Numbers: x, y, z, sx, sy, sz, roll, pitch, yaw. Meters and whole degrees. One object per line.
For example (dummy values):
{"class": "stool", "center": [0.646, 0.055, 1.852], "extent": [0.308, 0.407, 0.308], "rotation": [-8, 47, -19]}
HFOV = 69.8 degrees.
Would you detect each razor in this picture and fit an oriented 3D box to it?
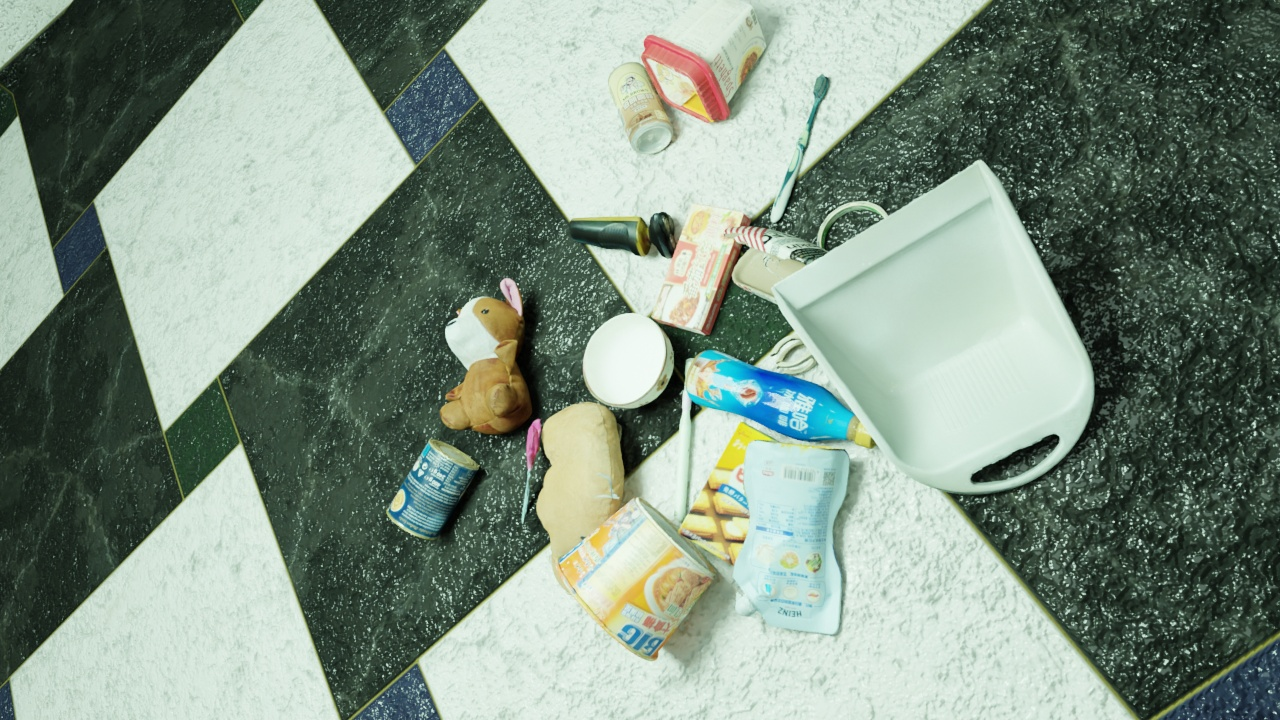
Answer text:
{"class": "razor", "center": [-0.025, -0.165, 1.174], "extent": [0.168, 0.062, 0.067], "rotation": [10, 50, 38]}

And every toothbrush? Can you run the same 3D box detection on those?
{"class": "toothbrush", "center": [0.054, 0.091, 1.062], "extent": [0.029, 0.020, 0.189], "rotation": [-16, 64, 59]}
{"class": "toothbrush", "center": [0.188, -0.253, 1.090], "extent": [0.016, 0.018, 0.191], "rotation": [17, 83, 33]}

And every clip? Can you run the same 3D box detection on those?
{"class": "clip", "center": [0.193, -0.017, 1.007], "extent": [0.100, 0.034, 0.071], "rotation": [-29, 61, 11]}

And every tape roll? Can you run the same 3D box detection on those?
{"class": "tape roll", "center": [0.240, -0.136, 1.025], "extent": [0.086, 0.014, 0.085], "rotation": [-10, 70, 28]}

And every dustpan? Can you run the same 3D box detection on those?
{"class": "dustpan", "center": [0.290, -0.003, 0.850], "extent": [0.223, 0.257, 0.142], "rotation": [-31, 38, 19]}

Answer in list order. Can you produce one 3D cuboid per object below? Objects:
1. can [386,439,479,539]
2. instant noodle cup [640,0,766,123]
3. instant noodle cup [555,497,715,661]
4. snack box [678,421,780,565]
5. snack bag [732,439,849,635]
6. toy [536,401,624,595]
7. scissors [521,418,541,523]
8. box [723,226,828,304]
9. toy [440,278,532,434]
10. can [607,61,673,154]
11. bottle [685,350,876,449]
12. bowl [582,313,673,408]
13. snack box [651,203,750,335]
{"class": "can", "center": [-0.269, 0.166, 1.194], "extent": [0.075, 0.075, 0.111], "rotation": [33, 92, 34]}
{"class": "instant noodle cup", "center": [0.084, -0.382, 1.143], "extent": [0.117, 0.116, 0.124], "rotation": [37, 83, 33]}
{"class": "instant noodle cup", "center": [0.000, 0.226, 0.981], "extent": [0.111, 0.151, 0.151], "rotation": [-46, 57, 0]}
{"class": "snack box", "center": [0.112, 0.146, 0.985], "extent": [0.087, 0.033, 0.140], "rotation": [30, 89, 11]}
{"class": "snack bag", "center": [0.154, 0.180, 0.941], "extent": [0.110, 0.039, 0.191], "rotation": [5, 89, 1]}
{"class": "toy", "center": [-0.073, 0.160, 1.079], "extent": [0.144, 0.082, 0.225], "rotation": [-21, 63, 56]}
{"class": "scissors", "center": [-0.135, 0.133, 1.122], "extent": [0.017, 0.113, 0.134], "rotation": [8, 74, -5]}
{"class": "box", "center": [0.155, -0.099, 1.022], "extent": [0.163, 0.076, 0.088], "rotation": [28, 119, 53]}
{"class": "toy", "center": [-0.204, -0.004, 1.190], "extent": [0.140, 0.130, 0.199], "rotation": [-19, 56, 31]}
{"class": "can", "center": [-0.001, -0.330, 1.202], "extent": [0.059, 0.058, 0.116], "rotation": [-30, 62, 20]}
{"class": "bottle", "center": [0.153, 0.047, 0.990], "extent": [0.219, 0.065, 0.065], "rotation": [20, 85, 33]}
{"class": "bowl", "center": [-0.007, 0.006, 1.097], "extent": [0.114, 0.062, 0.113], "rotation": [-10, 69, 27]}
{"class": "snack box", "center": [0.073, -0.111, 1.109], "extent": [0.075, 0.025, 0.153], "rotation": [17, 84, 33]}
